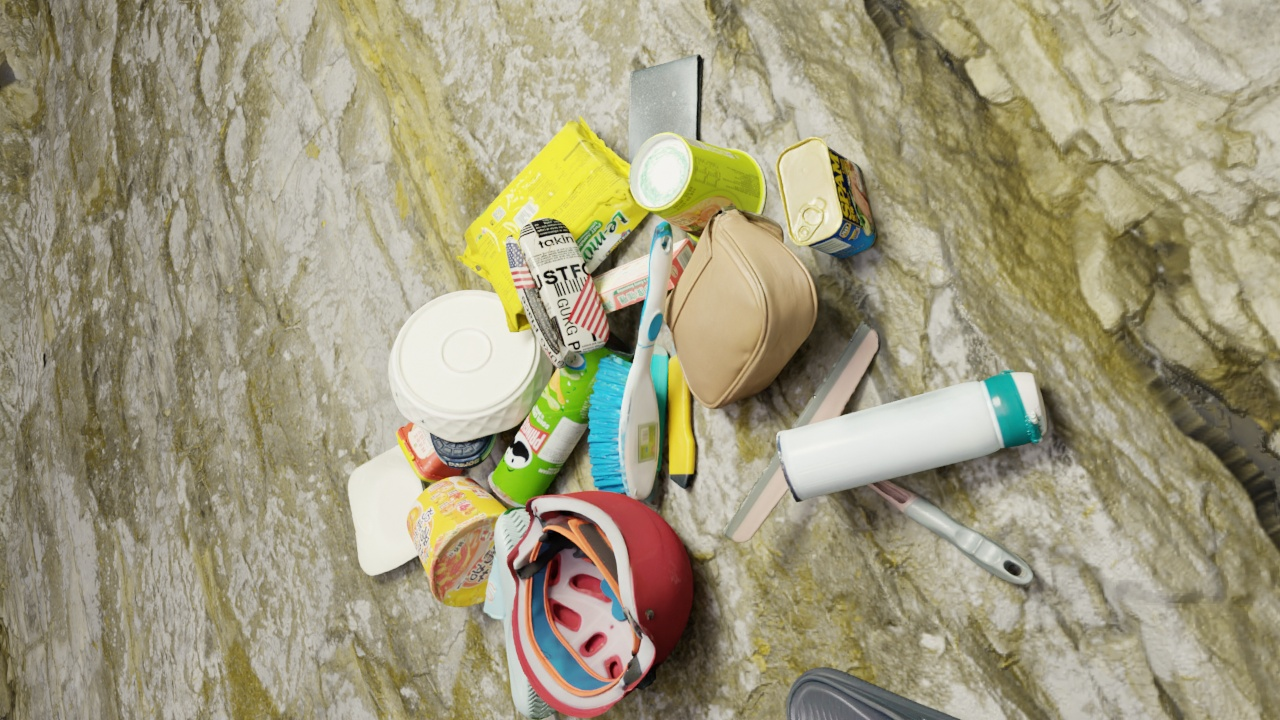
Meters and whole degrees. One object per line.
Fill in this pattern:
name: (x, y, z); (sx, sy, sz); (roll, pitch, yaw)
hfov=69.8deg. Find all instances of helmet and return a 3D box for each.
helmet: (-0.033, 0.250, 0.982); (0.207, 0.143, 0.240); (36, 122, 34)

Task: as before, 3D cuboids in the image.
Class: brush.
brush: (-0.006, 0.006, 0.982); (0.109, 0.060, 0.315); (19, 113, 53)

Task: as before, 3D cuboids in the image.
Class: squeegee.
squeegee: (0.242, 0.128, 0.839); (0.250, 0.040, 0.247); (34, 89, 31)

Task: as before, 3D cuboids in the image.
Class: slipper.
slipper: (0.230, 0.358, 0.795); (0.268, 0.083, 0.111); (17, 97, 40)
slipper: (-0.133, 0.294, 1.081); (0.074, 0.103, 0.245); (-7, 86, 40)
slipper: (-0.224, 0.029, 1.192); (0.095, 0.105, 0.252); (94, 169, -57)

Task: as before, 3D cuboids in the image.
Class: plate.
plate: (-0.349, 0.212, 1.301); (0.165, 0.034, 0.163); (-27, 68, 33)
plate: (-0.213, -0.003, 1.132); (0.205, 0.046, 0.204); (0, 62, 0)

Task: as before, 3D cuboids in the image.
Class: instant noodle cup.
instant noodle cup: (-0.219, 0.217, 1.142); (0.110, 0.137, 0.138); (40, 109, 43)
instant noodle cup: (0.054, -0.185, 0.971); (0.112, 0.123, 0.111); (-5, 82, 38)

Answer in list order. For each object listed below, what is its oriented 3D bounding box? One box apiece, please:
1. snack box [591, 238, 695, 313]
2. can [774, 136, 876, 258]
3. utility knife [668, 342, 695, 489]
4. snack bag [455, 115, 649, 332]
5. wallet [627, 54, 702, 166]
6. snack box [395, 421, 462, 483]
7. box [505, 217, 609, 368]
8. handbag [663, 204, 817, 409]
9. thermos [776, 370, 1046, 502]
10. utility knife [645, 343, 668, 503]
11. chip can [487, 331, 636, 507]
snack box: (-0.015, -0.088, 1.045); (0.156, 0.076, 0.027); (-18, 113, 36)
can: (0.182, -0.155, 0.891); (0.057, 0.083, 0.102); (-20, 73, 36)
utility knife: (0.046, 0.041, 1.018); (0.033, 0.015, 0.202); (-5, 82, 39)
snack bag: (-0.108, -0.168, 1.107); (0.247, 0.068, 0.158); (-45, 60, 12)
wallet: (0.028, -0.289, 1.072); (0.097, 0.019, 0.121); (-1, 87, 38)
snack box: (-0.268, 0.109, 1.222); (0.080, 0.082, 0.091); (-45, 60, 14)
box: (-0.100, -0.074, 1.030); (0.087, 0.075, 0.162); (-34, 77, 57)
handbag: (0.098, -0.049, 0.910); (0.147, 0.099, 0.205); (63, 152, 20)
thermos: (0.236, 0.064, 0.805); (0.225, 0.073, 0.073); (-18, 73, 18)
utility knife: (0.017, 0.070, 1.040); (0.029, 0.013, 0.182); (0, 84, 42)
chip can: (-0.094, 0.067, 1.093); (0.072, 0.072, 0.236); (45, 111, 33)
